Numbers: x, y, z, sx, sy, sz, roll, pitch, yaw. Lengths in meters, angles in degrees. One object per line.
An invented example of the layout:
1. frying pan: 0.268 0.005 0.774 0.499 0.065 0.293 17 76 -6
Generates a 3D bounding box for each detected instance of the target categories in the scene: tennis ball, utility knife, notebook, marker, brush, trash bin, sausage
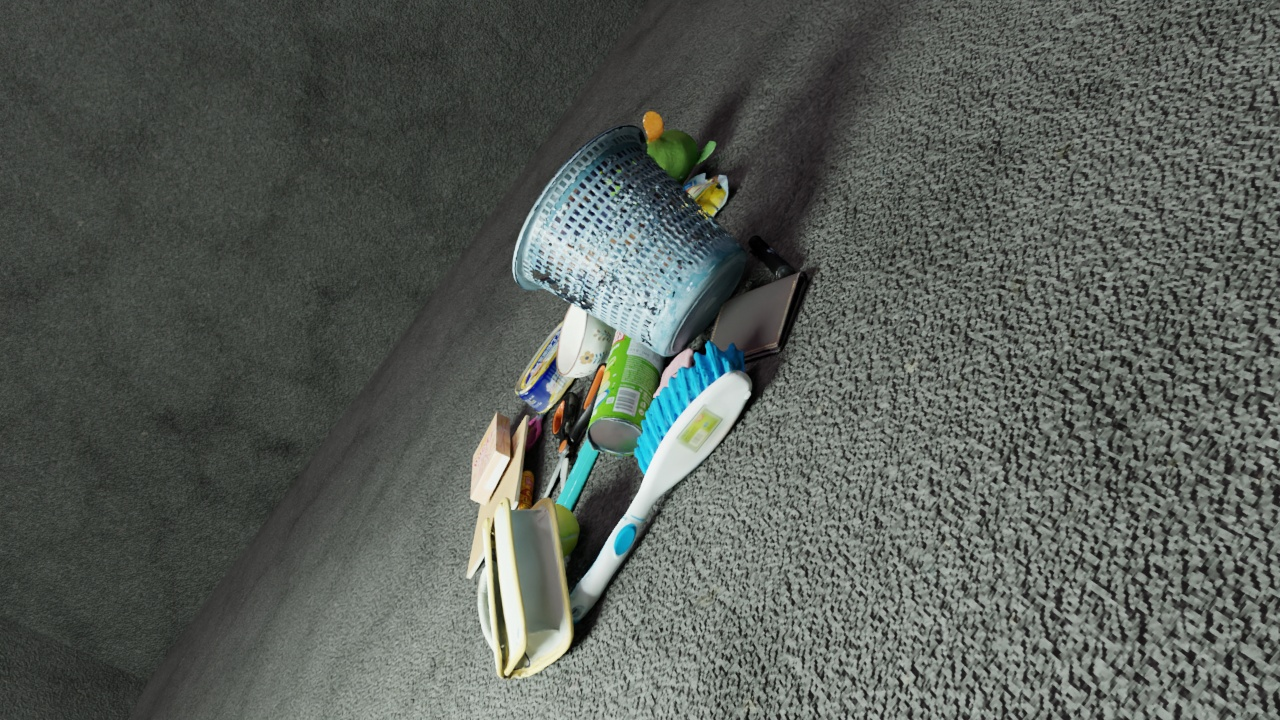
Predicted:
1. tennis ball: -0.101 0.191 1.019 0.066 0.065 0.065 -45 22 24
2. utility knife: -0.091 0.173 1.096 0.029 0.013 0.209 3 54 35
3. notebook: -0.198 0.186 1.289 0.148 0.008 0.207 -57 18 25
4. marker: 0.144 -0.115 1.030 0.132 0.020 0.022 -111 42 -67
5. brush: 0.008 0.123 0.915 0.315 0.060 0.109 -52 24 14
6. trash bin: 0.001 -0.117 1.036 0.226 0.195 0.227 -47 -14 -15
7. sausage: -0.152 0.193 1.191 0.021 0.021 0.165 -46 22 20

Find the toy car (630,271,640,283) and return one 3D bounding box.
1. toy car: -0.007 -0.088 1.281 0.036 0.043 0.091 23 69 46

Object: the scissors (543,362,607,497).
1. scissors: -0.091 0.101 1.213 0.221 0.021 0.222 -61 19 -3

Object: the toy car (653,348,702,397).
1. toy car: 0.040 0.030 1.007 0.056 0.037 0.122 -40 23 30

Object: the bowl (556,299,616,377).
1. bowl: -0.070 -0.028 1.282 0.113 0.062 0.113 -168 91 -68

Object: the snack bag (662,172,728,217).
1. snack bag: 0.072 -0.230 1.349 0.110 0.039 0.191 -58 16 5

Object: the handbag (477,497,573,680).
1. handbag: -0.139 0.244 0.951 0.179 0.063 0.163 -51 40 44

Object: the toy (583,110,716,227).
1. toy: -0.002 -0.278 1.390 0.246 0.090 0.228 -32 -22 -29

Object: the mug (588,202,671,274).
1. mug: -0.002 -0.171 1.314 0.112 0.106 0.082 -33 28 45

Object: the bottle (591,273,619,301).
1. bottle: -0.053 -0.093 1.364 0.063 0.063 0.108 -42 23 29

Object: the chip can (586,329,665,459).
1. chip can: -0.006 0.006 1.095 0.072 0.072 0.235 -37 27 39

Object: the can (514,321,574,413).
1. can: -0.127 0.006 1.372 0.075 0.049 0.148 -5 47 58

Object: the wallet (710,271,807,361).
1. wallet: 0.119 -0.039 0.968 0.123 0.020 0.096 -20 44 55

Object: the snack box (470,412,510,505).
1. snack box: -0.223 0.143 1.366 0.084 0.026 0.157 -61 16 12

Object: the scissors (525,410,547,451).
1. scissors: -0.151 0.088 1.366 0.133 0.017 0.128 -47 20 13
